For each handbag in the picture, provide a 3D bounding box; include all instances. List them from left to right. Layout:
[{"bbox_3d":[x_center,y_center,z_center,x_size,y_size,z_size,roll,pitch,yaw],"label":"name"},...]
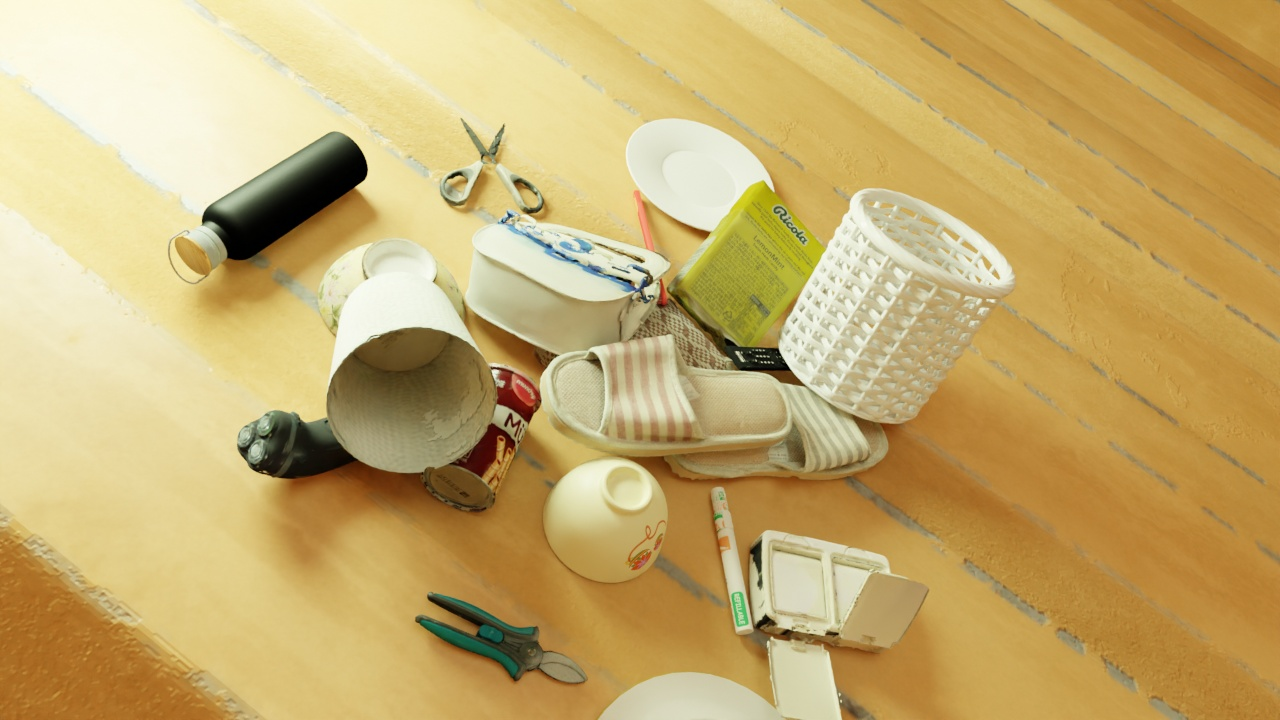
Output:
[{"bbox_3d":[-0.065,-0.099,0.962,0.201,0.093,0.199,25,36,18],"label":"handbag"},{"bbox_3d":[-0.006,0.006,0.961,0.185,0.047,0.124,-20,56,-34],"label":"handbag"}]

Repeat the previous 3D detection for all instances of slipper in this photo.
[{"bbox_3d":[0.035,0.033,0.887,0.262,0.052,0.115,5,59,-22],"label":"slipper"},{"bbox_3d":[0.147,0.077,0.970,0.272,0.054,0.114,0,50,-23],"label":"slipper"}]

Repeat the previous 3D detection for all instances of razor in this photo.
[{"bbox_3d":[-0.271,0.063,0.792,0.140,0.064,0.053,-13,40,-42],"label":"razor"}]

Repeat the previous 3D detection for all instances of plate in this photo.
[{"bbox_3d":[0.078,-0.240,1.203,0.208,0.015,0.208,12,51,-15],"label":"plate"},{"bbox_3d":[0.055,0.361,0.730,0.229,0.021,0.229,12,51,-15],"label":"plate"}]

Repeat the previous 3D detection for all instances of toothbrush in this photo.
[{"bbox_3d":[0.005,-0.136,1.073,0.018,0.012,0.212,-3,45,-9],"label":"toothbrush"}]

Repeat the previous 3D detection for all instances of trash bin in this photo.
[{"bbox_3d":[-0.205,-0.001,0.798,0.133,0.133,0.161,3,25,-21],"label":"trash bin"}]

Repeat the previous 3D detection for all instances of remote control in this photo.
[{"bbox_3d":[0.139,-0.002,1.015,0.139,0.009,0.030,1,50,-53],"label":"remote control"}]

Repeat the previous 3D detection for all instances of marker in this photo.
[{"bbox_3d":[0.086,0.189,0.878,0.017,0.017,0.145,5,53,-20],"label":"marker"}]

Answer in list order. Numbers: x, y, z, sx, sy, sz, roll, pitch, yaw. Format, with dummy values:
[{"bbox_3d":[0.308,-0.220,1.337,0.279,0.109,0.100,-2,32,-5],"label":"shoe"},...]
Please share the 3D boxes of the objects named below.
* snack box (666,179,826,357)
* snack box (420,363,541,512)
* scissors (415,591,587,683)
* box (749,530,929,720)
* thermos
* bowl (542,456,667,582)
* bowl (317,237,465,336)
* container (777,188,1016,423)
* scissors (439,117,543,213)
[{"bbox_3d":[0.121,-0.101,1.049,0.121,0.045,0.180,44,70,-13],"label":"snack box"},{"bbox_3d":[-0.143,0.069,0.836,0.072,0.072,0.121,24,49,-4],"label":"snack box"},{"bbox_3d":[-0.116,0.237,0.755,0.138,0.019,0.136,-19,66,-34],"label":"scissors"},{"bbox_3d":[0.186,0.235,0.830,0.143,0.099,0.183,13,50,-14],"label":"box"},{"bbox_3d":[-0.372,-0.152,0.913,0.061,0.061,0.230,35,49,5],"label":"thermos"},{"bbox_3d":[-0.023,0.133,0.836,0.118,0.074,0.117,12,51,-15],"label":"bowl"},{"bbox_3d":[-0.241,-0.075,0.909,0.145,0.063,0.145,12,50,-15],"label":"bowl"},{"bbox_3d":[0.274,-0.060,1.008,0.189,0.187,0.189,17,34,-12],"label":"container"},{"bbox_3d":[-0.178,-0.226,1.084,0.157,0.013,0.170,37,50,4],"label":"scissors"}]
